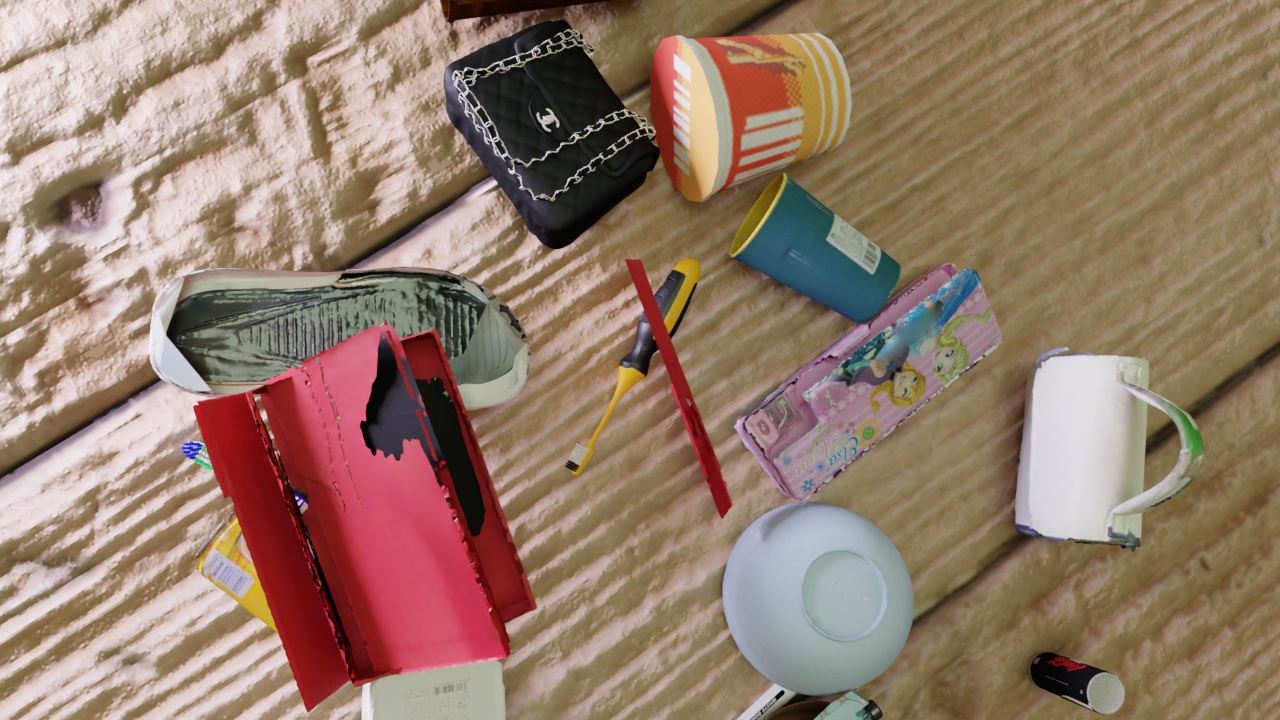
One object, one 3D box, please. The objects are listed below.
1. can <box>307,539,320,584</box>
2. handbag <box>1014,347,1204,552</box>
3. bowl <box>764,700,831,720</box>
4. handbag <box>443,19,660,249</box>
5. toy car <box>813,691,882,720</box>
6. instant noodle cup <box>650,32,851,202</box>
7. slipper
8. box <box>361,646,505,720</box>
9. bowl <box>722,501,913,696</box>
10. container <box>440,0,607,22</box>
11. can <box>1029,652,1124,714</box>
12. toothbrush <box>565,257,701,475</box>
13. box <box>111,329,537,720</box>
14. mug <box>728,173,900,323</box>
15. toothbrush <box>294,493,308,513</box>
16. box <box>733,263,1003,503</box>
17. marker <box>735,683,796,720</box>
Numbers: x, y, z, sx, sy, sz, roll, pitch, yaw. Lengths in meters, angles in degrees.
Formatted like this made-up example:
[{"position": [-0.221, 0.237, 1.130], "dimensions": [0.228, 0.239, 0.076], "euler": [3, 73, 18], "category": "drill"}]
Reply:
[{"position": [-0.256, 0.154, 0.660], "dimensions": [0.105, 0.068, 0.067], "euler": [38, 81, -2], "category": "can"}, {"position": [0.348, 0.066, 0.694], "dimensions": [0.074, 0.176, 0.151], "euler": [8, 84, -5], "category": "handbag"}, {"position": [0.129, 0.322, 0.712], "dimensions": [0.119, 0.032, 0.119], "euler": [1, 84, -8], "category": "bowl"}, {"position": [-0.063, -0.184, 0.697], "dimensions": [0.125, 0.115, 0.153], "euler": [-36, 86, -12], "category": "handbag"}, {"position": [0.171, 0.301, 0.688], "dimensions": [0.060, 0.027, 0.107], "euler": [-33, 85, -10], "category": "toy car"}, {"position": [0.088, -0.199, 0.721], "dimensions": [0.121, 0.124, 0.123], "euler": [-16, 86, -17], "category": "instant noodle cup"}, {"position": [-0.215, -0.015, 0.681], "dimensions": [0.263, 0.063, 0.111], "euler": [0, 82, -16], "category": "slipper"}, {"position": [-0.155, 0.266, 0.679], "dimensions": [0.102, 0.102, 0.108], "euler": [-2, 90, -25], "category": "box"}, {"position": [0.143, 0.179, 0.696], "dimensions": [0.150, 0.075, 0.150], "euler": [2, 75, -6], "category": "bowl"}, {"position": [-0.072, -0.334, 0.709], "dimensions": [0.167, 0.132, 0.132], "euler": [-7, 85, -14], "category": "container"}, {"position": [0.342, 0.253, 0.723], "dimensions": [0.031, 0.080, 0.031], "euler": [1, 83, -8], "category": "can"}, {"position": [-0.004, 0.004, 0.730], "dimensions": [0.031, 0.031, 0.196], "euler": [32, 85, -29], "category": "toothbrush"}, {"position": [-0.253, 0.126, 0.518], "dimensions": [0.423, 0.128, 0.213], "euler": [-19, 90, -47], "category": "box"}, {"position": [0.143, -0.085, 0.736], "dimensions": [0.121, 0.078, 0.078], "euler": [31, 81, -8], "category": "mug"}, {"position": [-0.259, 0.108, 0.691], "dimensions": [0.186, 0.016, 0.015], "euler": [29, 81, -3], "category": "toothbrush"}, {"position": [0.191, 0.015, 0.736], "dimensions": [0.230, 0.063, 0.084], "euler": [-37, 90, -10], "category": "box"}, {"position": [0.096, 0.272, 0.721], "dimensions": [0.133, 0.017, 0.020], "euler": [-40, 70, -9], "category": "marker"}]
